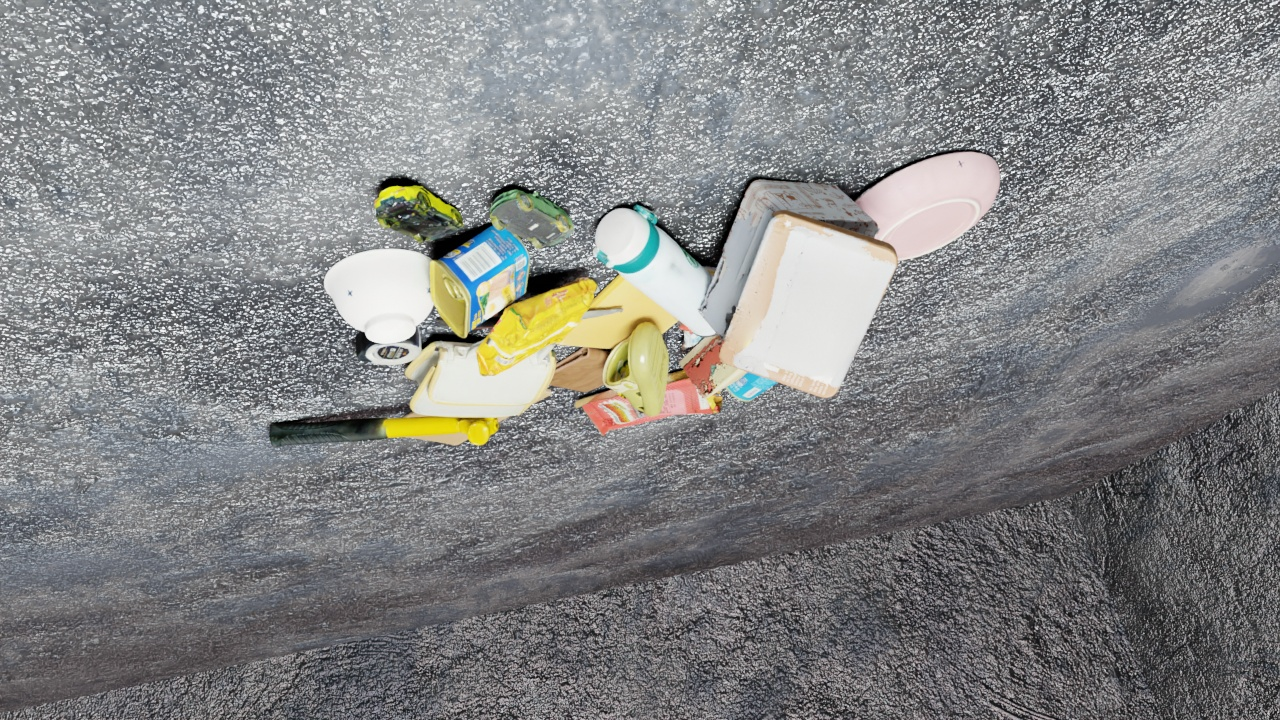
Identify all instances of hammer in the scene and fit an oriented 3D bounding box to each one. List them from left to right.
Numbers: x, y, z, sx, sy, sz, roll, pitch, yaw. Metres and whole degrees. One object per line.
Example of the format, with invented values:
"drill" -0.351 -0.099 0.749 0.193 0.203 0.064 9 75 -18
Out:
"hammer" -0.338 0.090 1.219 0.301 0.033 0.128 -3 -171 -1

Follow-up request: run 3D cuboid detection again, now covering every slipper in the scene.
"slipper" -0.007 0.007 1.204 0.081 0.091 0.191 9 159 9

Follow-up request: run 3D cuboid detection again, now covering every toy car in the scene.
"toy car" -0.201 -0.135 0.836 0.048 0.032 0.105 -20 168 14
"toy car" -0.104 -0.138 0.877 0.043 0.036 0.091 -26 155 29

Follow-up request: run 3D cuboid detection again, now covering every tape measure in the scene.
"tape measure" -0.285 -0.022 1.050 0.066 0.033 0.066 12 148 -43

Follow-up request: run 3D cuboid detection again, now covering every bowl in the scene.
"bowl" -0.260 -0.056 0.942 0.118 0.064 0.118 -11 158 -5

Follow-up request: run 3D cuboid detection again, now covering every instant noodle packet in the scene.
"instant noodle packet" -0.115 -0.037 0.992 0.128 0.044 0.111 -31 167 -46

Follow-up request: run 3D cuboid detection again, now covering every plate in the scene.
"plate" 0.321 -0.163 1.048 0.192 0.039 0.193 -14 157 -6

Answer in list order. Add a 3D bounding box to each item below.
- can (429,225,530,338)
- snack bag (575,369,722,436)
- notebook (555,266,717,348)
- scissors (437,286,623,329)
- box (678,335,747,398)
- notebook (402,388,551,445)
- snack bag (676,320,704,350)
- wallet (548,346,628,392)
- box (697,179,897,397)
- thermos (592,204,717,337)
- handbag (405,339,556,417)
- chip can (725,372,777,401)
"can" -0.159 -0.081 0.915 0.083 0.057 0.102 -38 167 -25
"snack bag" 0.017 0.064 1.393 0.208 0.073 0.128 -13 154 12
"notebook" 0.000 -0.065 1.141 0.145 0.010 0.207 3 152 -35
"scissors" -0.133 -0.042 1.103 0.225 0.015 0.189 -4 156 -16
"box" 0.133 -0.012 1.219 0.091 0.078 0.169 -26 167 -36
"notebook" -0.251 0.074 1.323 0.208 0.008 0.147 -28 153 30
"snack bag" 0.071 -0.041 1.208 0.048 0.026 0.104 -30 164 -2
"wallet" -0.075 0.014 1.275 0.116 0.020 0.101 -29 152 37
"box" 0.168 -0.071 0.945 0.150 0.166 0.182 -6 132 -33
"thermos" 0.031 -0.096 1.002 0.073 0.073 0.224 -23 150 22
"handbag" -0.182 0.011 1.115 0.163 0.063 0.179 4 150 -36
"chip can" 0.203 -0.016 1.294 0.071 0.071 0.211 3 153 -34
